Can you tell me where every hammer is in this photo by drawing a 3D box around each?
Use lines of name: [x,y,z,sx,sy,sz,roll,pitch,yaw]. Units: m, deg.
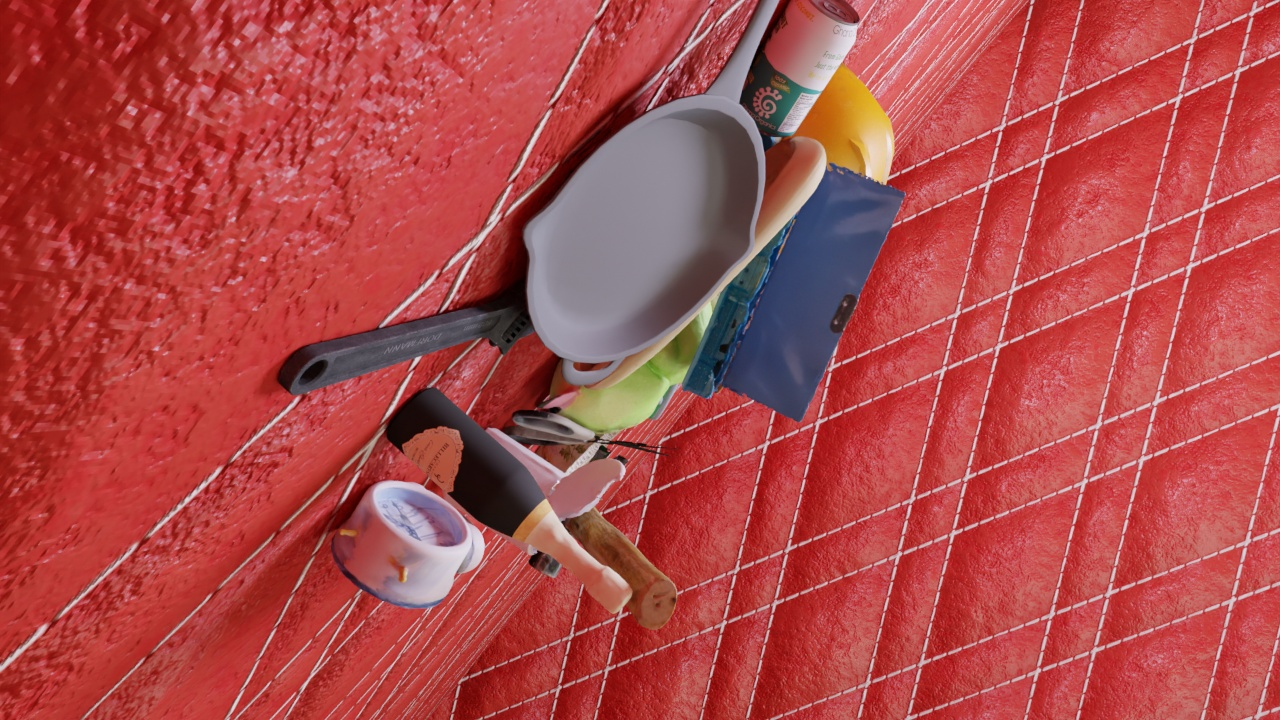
hammer: [-0.027,0.145,0.728,0.132,0.033,0.331,-60,-167,-6]

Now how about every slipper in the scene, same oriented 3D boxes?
slipper: [0.029,-0.090,0.717,0.262,0.079,0.111,-43,-163,12]

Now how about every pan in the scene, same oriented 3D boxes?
pan: [0.028,-0.133,0.566,0.216,0.024,0.355,-3,129,-48]

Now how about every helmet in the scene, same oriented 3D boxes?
helmet: [0.174,-0.177,0.939,0.204,0.131,0.256,-42,168,-40]

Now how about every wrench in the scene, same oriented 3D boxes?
wrench: [-0.107,-0.019,0.528,0.073,0.018,0.272,-53,170,21]

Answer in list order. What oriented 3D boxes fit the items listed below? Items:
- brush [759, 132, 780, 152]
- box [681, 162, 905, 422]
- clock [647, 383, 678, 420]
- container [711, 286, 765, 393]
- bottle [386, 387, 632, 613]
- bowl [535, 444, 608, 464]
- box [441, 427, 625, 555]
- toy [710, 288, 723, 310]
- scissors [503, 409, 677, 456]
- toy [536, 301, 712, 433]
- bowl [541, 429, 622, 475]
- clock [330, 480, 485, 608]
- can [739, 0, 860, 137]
brush: [0.073,-0.144,0.791,0.075,0.055,0.136,-51,174,-48]
box: [0.134,-0.061,0.794,0.232,0.112,0.094,-67,169,11]
clock: [0.013,0.003,1.087,0.122,0.075,0.161,-64,-178,-1]
container: [0.103,-0.055,1.181,0.112,0.114,0.199,-52,175,-20]
bottle: [-0.079,0.092,0.582,0.045,0.184,0.045,-49,172,-9]
bowl: [-0.077,0.105,1.157,0.152,0.050,0.152,-49,172,-9]
box: [-0.090,0.103,0.762,0.083,0.147,0.137,-46,163,-45]
toy: [0.073,-0.100,0.906,0.052,0.099,0.096,-18,145,-31]
scissors: [-0.053,0.073,0.857,0.151,0.164,0.012,-12,-116,38]
toy: [-0.005,0.005,0.881,0.196,0.107,0.150,-46,178,-11]
bowl: [-0.064,0.069,0.988,0.145,0.063,0.145,-43,174,-6]
clock: [-0.160,0.125,0.653,0.052,0.089,0.125,-58,170,12]
can: [0.114,-0.218,0.677,0.054,0.055,0.102,-41,169,-47]
